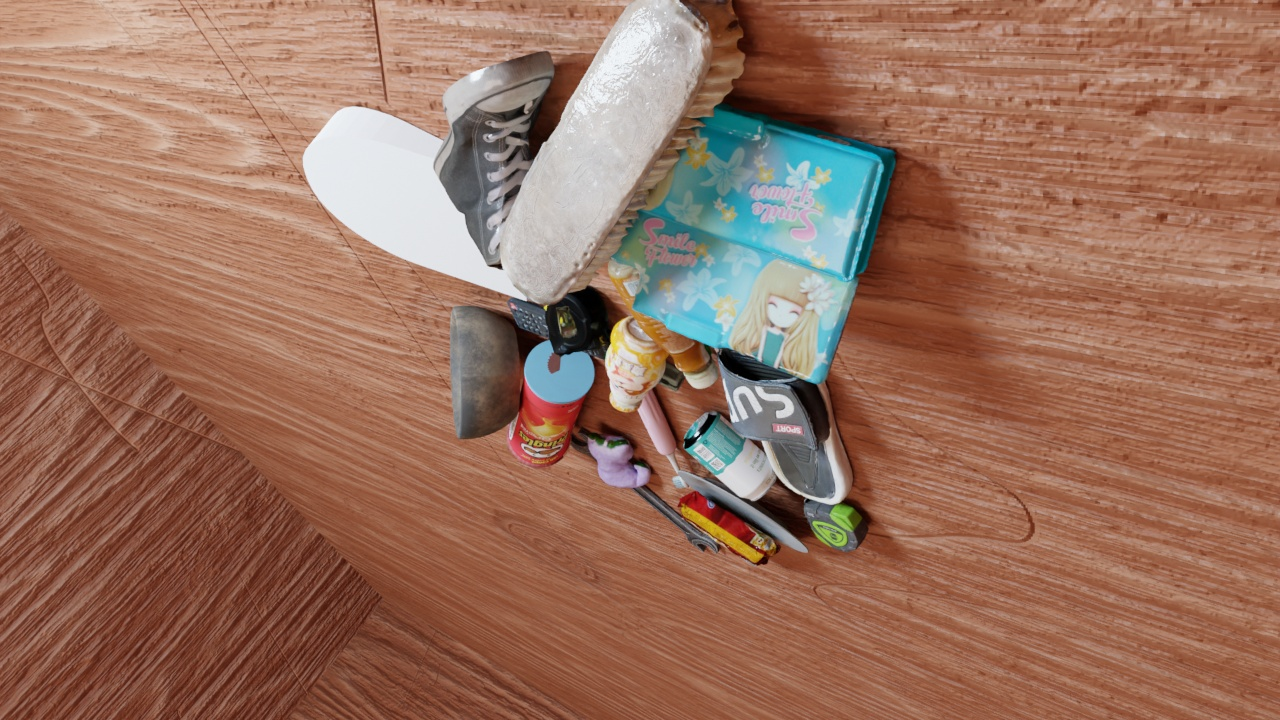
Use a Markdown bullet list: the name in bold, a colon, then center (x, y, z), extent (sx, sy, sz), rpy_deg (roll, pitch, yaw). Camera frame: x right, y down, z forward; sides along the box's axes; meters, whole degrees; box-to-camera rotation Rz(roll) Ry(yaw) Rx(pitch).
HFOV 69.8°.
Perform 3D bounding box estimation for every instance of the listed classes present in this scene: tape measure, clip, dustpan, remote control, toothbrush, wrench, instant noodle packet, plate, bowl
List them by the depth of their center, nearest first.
- **tape measure**: center (-0.068, -0.043, 0.968), extent (0.072, 0.042, 0.072), rpy_deg (-6, 105, 45)
- **clip**: center (0.011, 0.008, 0.995), extent (0.075, 0.023, 0.037), rpy_deg (25, 149, 19)
- **dustpan**: center (-0.237, -0.181, 1.000), extent (0.258, 0.053, 0.192), rpy_deg (19, 149, 9)
- **tape measure**: center (0.217, 0.177, 1.002), extent (0.066, 0.035, 0.059), rpy_deg (16, 136, 40)
- **remote control**: center (-0.086, -0.038, 1.040), extent (0.150, 0.022, 0.047), rpy_deg (21, 148, 31)
- **plate**: center (0.123, 0.175, 1.092), extent (0.178, 0.012, 0.178), rpy_deg (31, 169, 6)
- **toothbrush**: center (0.023, 0.086, 1.093), extent (0.027, 0.027, 0.223), rpy_deg (-9, 134, 16)
- **bowl**: center (-0.190, 0.014, 1.116), extent (0.070, 0.162, 0.163), rpy_deg (-2, 156, -16)
- **instant noodle packet**: center (0.109, 0.213, 1.156), extent (0.135, 0.039, 0.098), rpy_deg (32, 170, 12)
- **wrench**: center (0.003, 0.183, 1.280), extent (0.273, 0.010, 0.070), rpy_deg (41, 152, -7)

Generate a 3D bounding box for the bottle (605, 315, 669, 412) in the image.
- **bottle**: center (-0.006, 0.006, 0.948), extent (0.063, 0.063, 0.109), rpy_deg (29, 137, 15)

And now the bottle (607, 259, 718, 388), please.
- **bottle**: center (0.029, -0.039, 0.865), extent (0.059, 0.059, 0.167), rpy_deg (9, 142, 42)

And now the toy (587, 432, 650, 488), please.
- **toy**: center (-0.028, 0.131, 1.211), extent (0.080, 0.036, 0.100), rpy_deg (7, 138, 19)

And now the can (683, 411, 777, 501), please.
- **can**: center (0.099, 0.105, 1.005), extent (0.101, 0.054, 0.055), rpy_deg (41, 152, -7)

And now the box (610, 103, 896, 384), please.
- **box**: center (0.058, -0.097, 0.690), extent (0.227, 0.039, 0.182), rpy_deg (23, 119, 24)

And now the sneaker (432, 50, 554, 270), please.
- **sneaker**: center (-0.107, -0.161, 0.765), extent (0.120, 0.095, 0.235), rpy_deg (61, 152, 4)

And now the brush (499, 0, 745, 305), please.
- **brush**: center (-0.024, -0.146, 0.662), extent (0.083, 0.056, 0.272), rpy_deg (47, 130, 10)

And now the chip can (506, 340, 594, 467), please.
- **chip can**: center (-0.115, 0.059, 1.148), extent (0.087, 0.086, 0.214), rpy_deg (35, 151, 5)

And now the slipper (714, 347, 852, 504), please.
- **slipper**: center (0.136, 0.064, 0.898), extent (0.111, 0.063, 0.264), rpy_deg (12, 146, 38)
